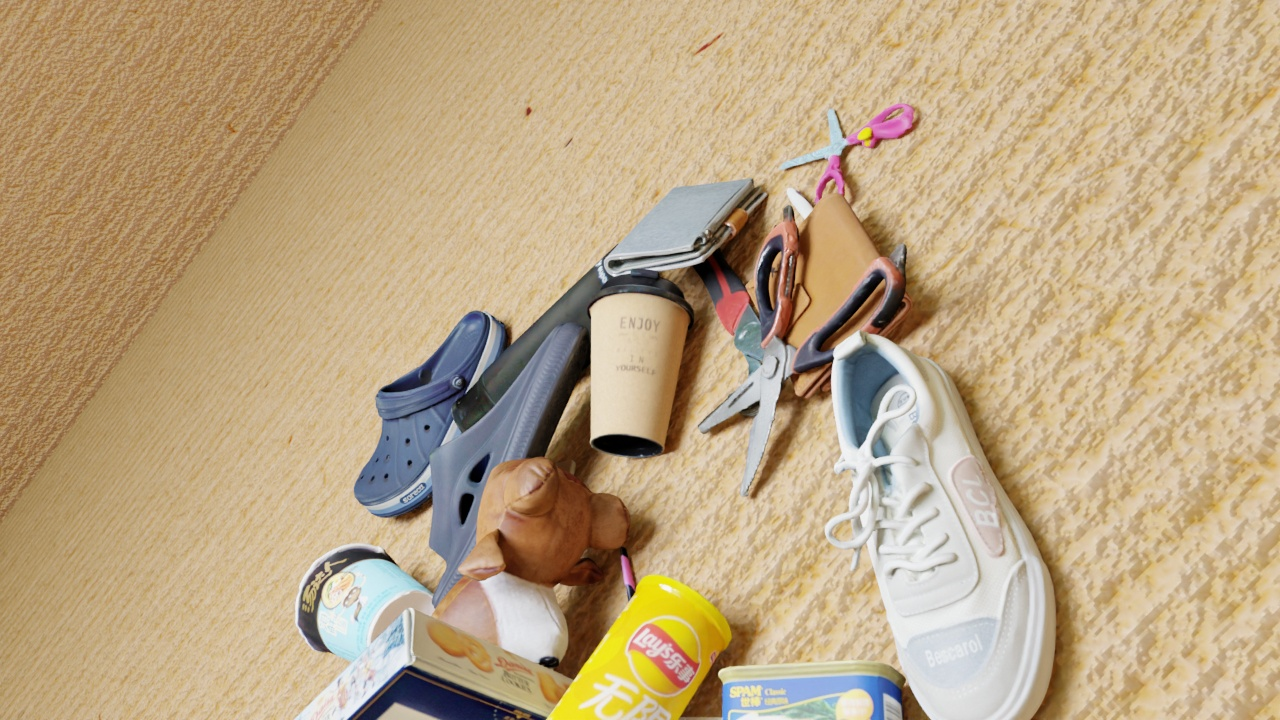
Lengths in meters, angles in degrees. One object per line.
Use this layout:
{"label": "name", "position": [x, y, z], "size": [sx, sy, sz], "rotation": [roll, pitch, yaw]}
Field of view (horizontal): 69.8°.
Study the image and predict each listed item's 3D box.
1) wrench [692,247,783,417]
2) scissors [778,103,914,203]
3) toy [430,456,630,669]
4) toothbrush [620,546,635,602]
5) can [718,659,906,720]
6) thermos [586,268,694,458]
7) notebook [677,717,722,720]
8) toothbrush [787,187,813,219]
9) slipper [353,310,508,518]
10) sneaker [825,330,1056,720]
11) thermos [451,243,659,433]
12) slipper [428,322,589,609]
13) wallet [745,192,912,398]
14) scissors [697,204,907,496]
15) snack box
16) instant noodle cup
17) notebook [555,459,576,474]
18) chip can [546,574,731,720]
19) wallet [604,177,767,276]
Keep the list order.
{"label": "wrench", "position": [0.070, -0.057, 0.787], "size": [0.056, 0.016, 0.273], "rotation": [-40, 39, 21]}
{"label": "scissors", "position": [0.165, -0.172, 0.765], "size": [0.134, 0.017, 0.134], "rotation": [-9, 52, 48]}
{"label": "toy", "position": [-0.088, 0.175, 0.680], "size": [0.130, 0.140, 0.199], "rotation": [21, 80, 51]}
{"label": "toothbrush", "position": [0.003, 0.202, 0.652], "size": [0.018, 0.014, 0.189], "rotation": [-33, 36, 14]}
{"label": "can", "position": [0.093, 0.213, 0.499], "size": [0.102, 0.057, 0.083], "rotation": [-13, 54, 28]}
{"label": "thermos", "position": [-0.005, 0.004, 0.768], "size": [0.093, 0.093, 0.143], "rotation": [-17, 57, 42]}
{"label": "notebook", "position": [0.025, 0.319, 0.542], "size": [0.151, 0.012, 0.208], "rotation": [-19, 48, 42]}
{"label": "toothbrush", "position": [0.154, -0.092, 0.716], "size": [0.017, 0.016, 0.187], "rotation": [-37, 39, 12]}
{"label": "slipper", "position": [-0.233, 0.050, 0.993], "size": [0.105, 0.095, 0.252], "rotation": [11, 67, 55]}
{"label": "sneaker", "position": [0.156, 0.081, 0.512], "size": [0.090, 0.090, 0.241], "rotation": [-33, 42, 30]}
{"label": "thermos", "position": [-0.078, 0.000, 0.880], "size": [0.243, 0.068, 0.090], "rotation": [-42, 57, 22]}
{"label": "slipper", "position": [-0.129, 0.081, 0.792], "size": [0.111, 0.083, 0.268], "rotation": [74, -140, -81]}
{"label": "wallet", "position": [0.134, -0.049, 0.675], "size": [0.108, 0.031, 0.131], "rotation": [-49, 35, 28]}
{"label": "scissors", "position": [0.107, -0.009, 0.651], "size": [0.189, 0.015, 0.223], "rotation": [0, 77, 58]}
{"label": "snack box", "position": [-0.136, 0.267, 0.621], "size": [0.183, 0.178, 0.045], "rotation": [-45, 31, 18]}
{"label": "instant noodle cup", "position": [-0.240, 0.233, 0.841], "size": [0.121, 0.111, 0.111], "rotation": [4, 66, 48]}
{"label": "notebook", "position": [-0.128, 0.196, 0.824], "size": [0.148, 0.008, 0.207], "rotation": [-19, 50, 40]}
{"label": "chip can", "position": [-0.027, 0.233, 0.556], "size": [0.072, 0.072, 0.212], "rotation": [-4, 37, 48]}
{"label": "wallet", "position": [0.043, -0.116, 0.806], "size": [0.107, 0.037, 0.129], "rotation": [0, 35, 36]}
